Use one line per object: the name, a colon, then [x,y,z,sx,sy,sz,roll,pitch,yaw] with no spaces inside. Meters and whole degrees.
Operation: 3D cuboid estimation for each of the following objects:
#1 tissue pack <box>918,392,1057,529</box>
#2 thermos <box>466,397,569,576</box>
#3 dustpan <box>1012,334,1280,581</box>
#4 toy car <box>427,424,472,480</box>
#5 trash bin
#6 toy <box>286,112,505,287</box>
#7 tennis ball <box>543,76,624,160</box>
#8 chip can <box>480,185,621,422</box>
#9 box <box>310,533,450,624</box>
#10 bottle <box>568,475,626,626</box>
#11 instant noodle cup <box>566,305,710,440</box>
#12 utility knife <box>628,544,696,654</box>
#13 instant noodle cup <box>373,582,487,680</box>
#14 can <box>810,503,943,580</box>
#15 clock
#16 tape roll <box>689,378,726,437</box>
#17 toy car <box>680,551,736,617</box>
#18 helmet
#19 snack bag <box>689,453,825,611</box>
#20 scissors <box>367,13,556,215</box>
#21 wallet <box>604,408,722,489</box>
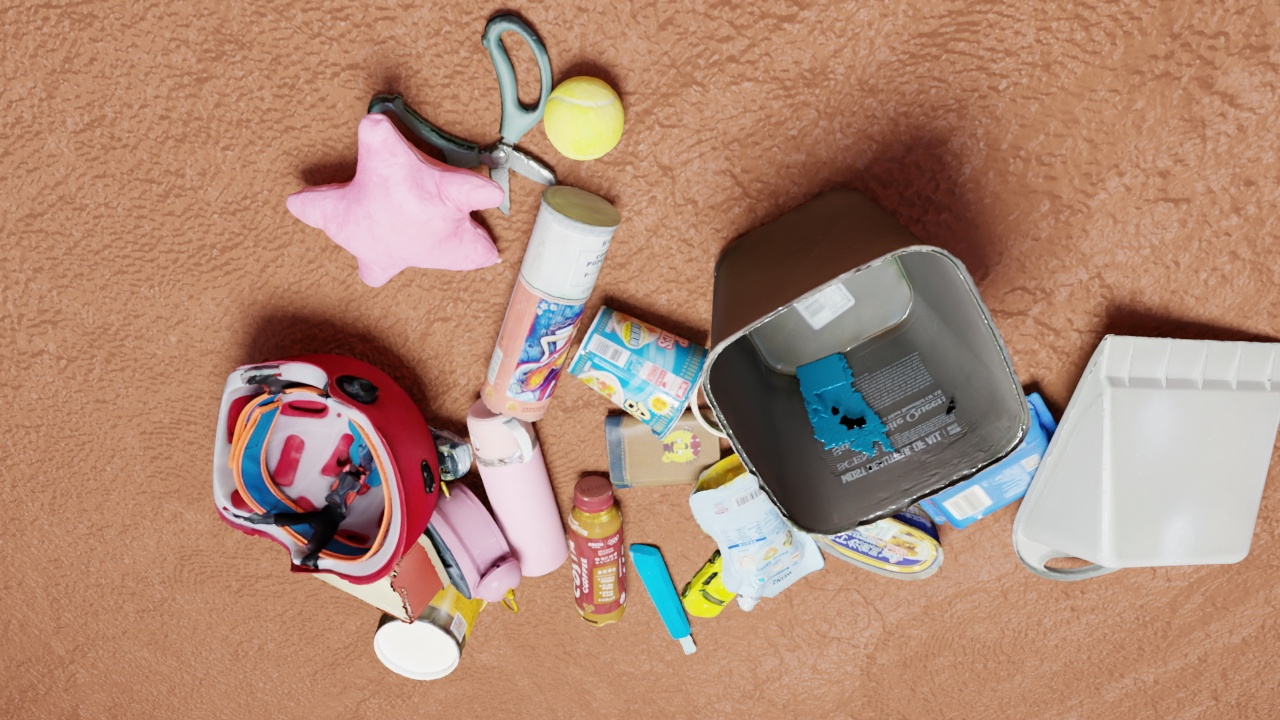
tissue pack: [0.333,0.097,0.891,0.157,0.052,0.095,-36,113,23]
thermos: [-0.120,0.130,0.934,0.067,0.087,0.199,-28,125,-28]
dustpan: [0.466,0.104,0.874,0.222,0.143,0.258,2,94,-16]
toy car: [-0.207,0.087,0.928,0.091,0.034,0.043,19,128,35]
trash bin: [0.159,-0.015,0.735,0.199,0.219,0.199,-28,114,13]
toy: [-0.201,-0.119,0.793,0.178,0.074,0.195,29,139,-31]
tennis ball: [-0.046,-0.196,0.742,0.065,0.065,0.066,2,121,4]
chip can: [-0.086,-0.047,0.831,0.071,0.071,0.215,20,121,-7]
box: [-0.292,0.207,0.952,0.168,0.077,0.091,14,135,32]
bottle: [-0.046,0.204,0.985,0.057,0.057,0.175,1,121,5]
instant noodle cup: [-0.005,0.005,0.846,0.110,0.099,0.099,29,119,-4]
utility knife: [0.031,0.277,1.045,0.034,0.018,0.179,-7,122,25]
instant noodle cup: [-0.231,0.275,1.011,0.118,0.114,0.119,2,121,3]
can: [0.241,0.174,0.946,0.148,0.049,0.075,23,120,-9]
clock: [-0.175,0.198,0.950,0.158,0.059,0.117,58,155,-2]
tape roll: [0.090,0.033,0.881,0.086,0.014,0.086,-2,106,-6]
toy car: [0.085,0.252,1.017,0.048,0.032,0.105,28,121,-12]
helmet: [-0.276,0.092,0.872,0.240,0.143,0.207,26,115,18]
snack bag: [0.122,0.178,0.950,0.110,0.039,0.191,-34,124,-15]
scissors: [-0.136,-0.213,0.767,0.170,0.019,0.180,24,119,-7]
wallet: [0.024,0.090,0.927,0.115,0.033,0.090,-5,119,4]
